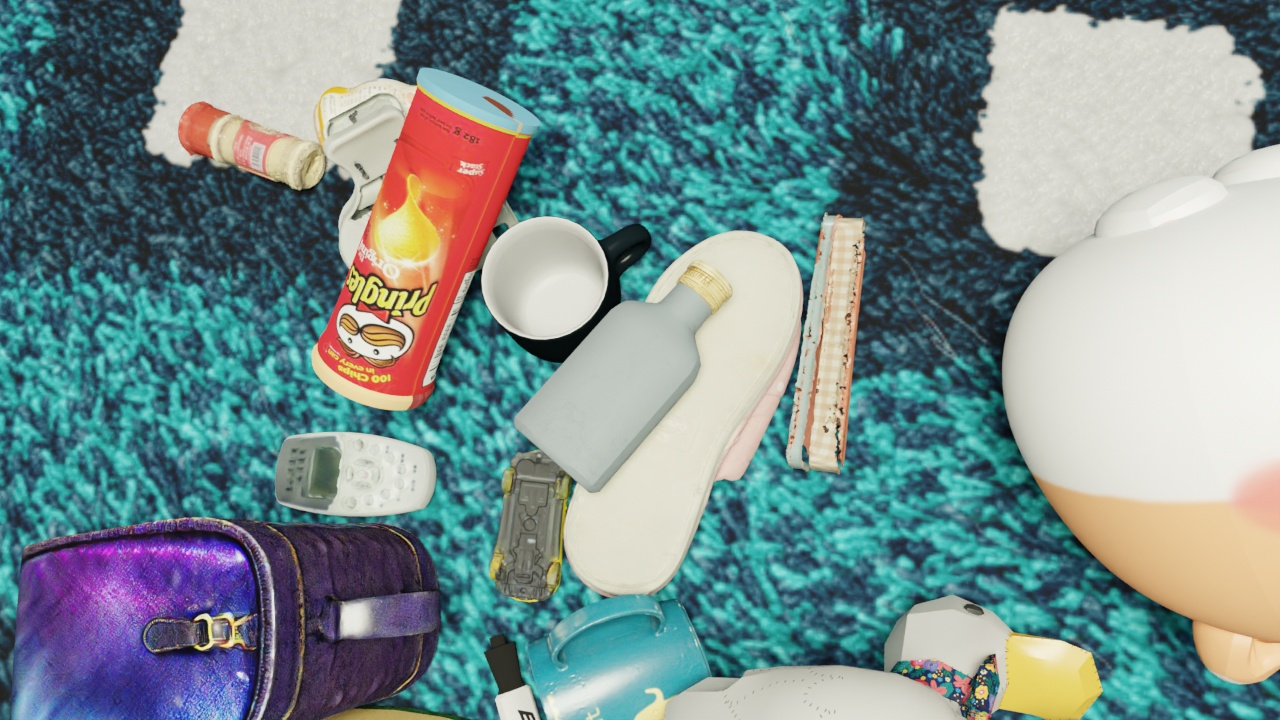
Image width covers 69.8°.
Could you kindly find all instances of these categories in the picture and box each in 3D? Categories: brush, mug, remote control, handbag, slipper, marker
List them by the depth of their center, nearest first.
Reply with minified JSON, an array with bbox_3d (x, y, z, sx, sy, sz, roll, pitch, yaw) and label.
[{"bbox_3d":[-0.231,0.162,0.562,0.222,0.205,0.125,-7,78,10],"label":"handbag"},{"bbox_3d":[-0.195,0.356,0.581,0.195,0.075,0.250,-4,78,4],"label":"brush"},{"bbox_3d":[-0.013,0.192,0.584,0.104,0.112,0.084,-20,39,-7],"label":"mug"},{"bbox_3d":[-0.079,0.248,0.619,0.025,0.025,0.125,-19,77,1],"label":"marker"},{"bbox_3d":[0.031,0.034,0.637,0.114,0.054,0.274,25,77,11],"label":"slipper"},{"bbox_3d":[-0.044,-0.055,0.641,0.121,0.094,0.085,-36,78,-3],"label":"mug"},{"bbox_3d":[-0.205,0.083,0.662,0.114,0.028,0.060,4,78,6],"label":"remote control"}]

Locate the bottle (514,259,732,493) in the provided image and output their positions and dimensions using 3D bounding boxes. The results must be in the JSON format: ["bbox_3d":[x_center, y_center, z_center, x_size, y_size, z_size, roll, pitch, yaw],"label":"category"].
[{"bbox_3d":[-0.004,0.003,0.595,0.072,0.046,0.161,39,81,13],"label":"bottle"}]

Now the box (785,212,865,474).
[{"bbox_3d":[0.138,-0.013,0.642,0.058,0.053,0.186,16,78,-34],"label":"box"}]

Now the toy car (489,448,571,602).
[{"bbox_3d":[-0.075,0.115,0.642,0.049,0.030,0.106,6,81,8],"label":"toy car"}]

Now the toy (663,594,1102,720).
[{"bbox_3d":[0.132,0.220,0.509,0.247,0.266,0.141,4,114,17],"label":"toy"}]

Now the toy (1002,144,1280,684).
[{"bbox_3d":[0.351,0.027,0.507,0.263,0.265,0.280,-18,93,-1],"label":"toy"}]

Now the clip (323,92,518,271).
[{"bbox_3d":[-0.170,-0.119,0.669,0.125,0.081,0.147,-31,117,-4],"label":"clip"}]

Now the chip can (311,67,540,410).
[{"bbox_3d":[-0.146,-0.077,0.615,0.087,0.086,0.214,31,111,10],"label":"chip can"}]

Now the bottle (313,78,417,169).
[{"bbox_3d":[-0.188,-0.182,0.696,0.108,0.063,0.063,-8,78,3],"label":"bottle"}]

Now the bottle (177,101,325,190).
[{"bbox_3d":[-0.302,-0.166,0.714,0.109,0.044,0.044,20,81,9],"label":"bottle"}]
